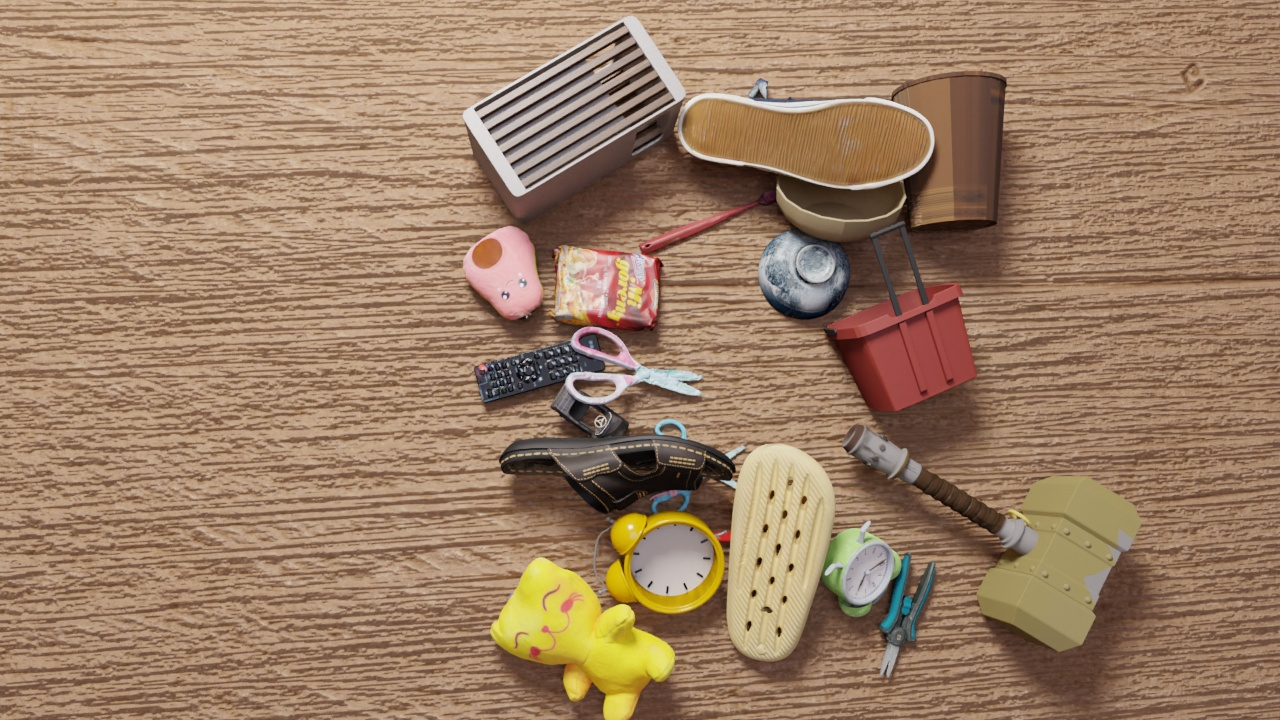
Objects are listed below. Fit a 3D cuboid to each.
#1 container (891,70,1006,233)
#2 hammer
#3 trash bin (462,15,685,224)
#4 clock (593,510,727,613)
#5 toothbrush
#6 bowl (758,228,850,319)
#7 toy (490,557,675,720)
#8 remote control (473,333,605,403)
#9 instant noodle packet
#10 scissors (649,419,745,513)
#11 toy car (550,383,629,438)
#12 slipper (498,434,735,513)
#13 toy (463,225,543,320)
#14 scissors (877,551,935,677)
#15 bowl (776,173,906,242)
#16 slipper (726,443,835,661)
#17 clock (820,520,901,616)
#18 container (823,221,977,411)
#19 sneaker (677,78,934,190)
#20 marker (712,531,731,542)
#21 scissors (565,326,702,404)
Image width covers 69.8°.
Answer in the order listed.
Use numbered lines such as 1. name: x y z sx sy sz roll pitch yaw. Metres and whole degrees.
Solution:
1. container: 0.375 -0.245 1.109 0.132 0.132 0.167 -2 89 -5
2. hammer: 0.381 0.171 1.068 0.325 0.101 0.190 31 82 -1
3. trash bin: -0.077 -0.278 1.076 0.228 0.114 0.114 -33 87 -8
4. clock: 0.022 0.228 1.049 0.152 0.052 0.113 5 100 -6
5. toothbrush: 0.087 -0.172 1.127 0.189 0.016 0.016 -23 86 -7
6. bowl: 0.204 -0.110 1.108 0.114 0.061 0.114 0 84 -4
7. toy: -0.059 0.303 1.023 0.194 0.087 0.135 31 111 2
8. remote control: -0.119 0.010 1.088 0.150 0.022 0.047 -15 85 -4
9. instant noodle packet: -0.042 -0.087 1.097 0.135 0.040 0.098 6 76 -3
10. scissors: 0.058 0.123 1.095 0.135 0.015 0.133 -30 88 -13
11. toy car: -0.058 0.065 1.071 0.092 0.037 0.040 35 81 -12
12. slipper: -0.026 0.131 1.034 0.268 0.113 0.075 1 71 0
13. toy: -0.155 -0.100 1.081 0.090 0.051 0.110 -33 88 -6
14. scissors: 0.308 0.297 1.088 0.127 0.019 0.142 -22 92 -13
15. bowl: 0.236 -0.186 1.099 0.152 0.051 0.152 1 41 -1
16. slipper: 0.160 0.217 1.055 0.111 0.079 0.261 10 102 15
17. clock: 0.255 0.242 1.064 0.094 0.042 0.119 -45 122 -11
18. container: 0.296 -0.055 1.075 0.148 0.127 0.201 -22 95 -7
19. sneaker: 0.197 -0.274 1.100 0.295 0.127 0.121 8 105 9
20. marker: 0.039 0.209 1.081 0.142 0.013 0.012 0 83 -4
21. scissors: -0.005 0.029 1.080 0.178 0.016 0.102 21 68 -14
